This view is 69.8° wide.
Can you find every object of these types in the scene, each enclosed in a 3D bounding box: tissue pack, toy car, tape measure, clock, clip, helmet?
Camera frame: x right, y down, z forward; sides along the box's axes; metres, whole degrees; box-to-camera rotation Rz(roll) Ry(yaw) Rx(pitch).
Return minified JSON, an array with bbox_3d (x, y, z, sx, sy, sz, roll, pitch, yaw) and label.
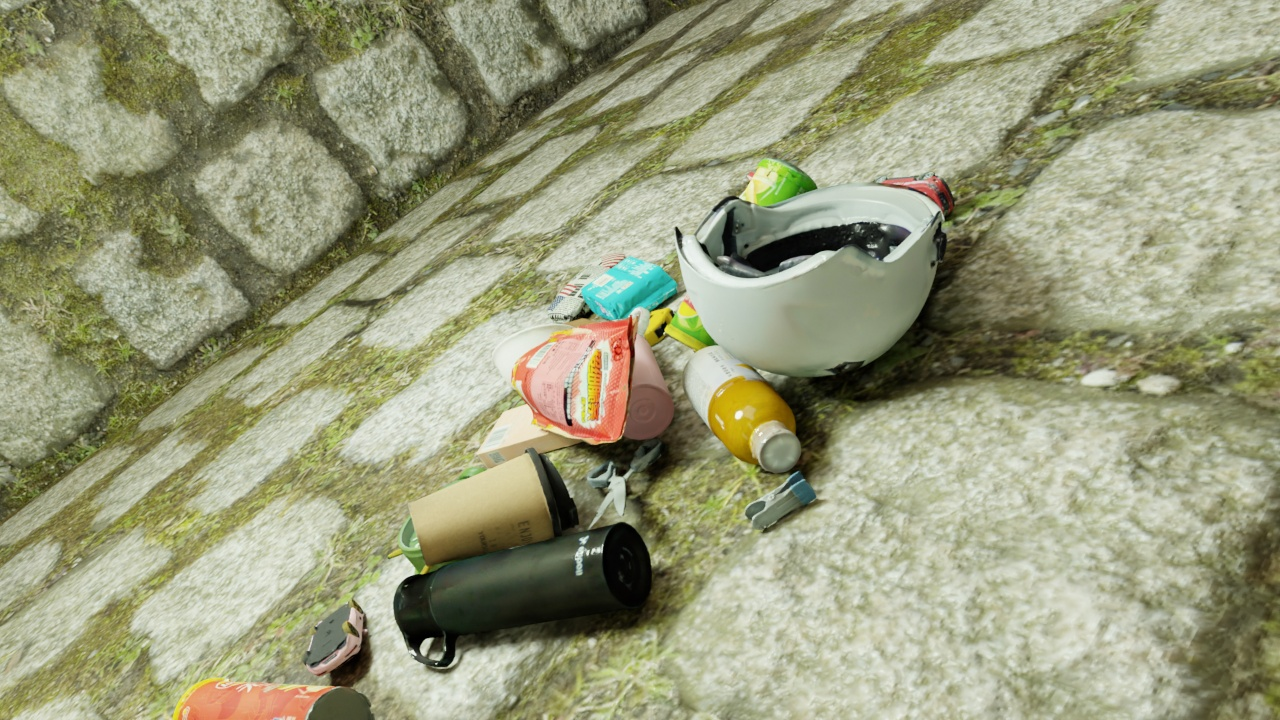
[{"bbox_3d":[-0.015,-0.092,1.234,0.093,0.050,0.133,-36,24,-12],"label":"tissue pack"},{"bbox_3d":[-0.299,0.275,0.908,0.056,0.037,0.122,-34,11,-10],"label":"toy car"},{"bbox_3d":[0.290,-0.175,1.017,0.045,0.053,0.121,-45,24,-21],"label":"toy car"},{"bbox_3d":[0.008,-0.041,1.136,0.060,0.029,0.057,-12,32,39],"label":"tape measure"},{"bbox_3d":[-0.178,0.164,0.941,0.161,0.056,0.116,-43,27,-22],"label":"clock"},{"bbox_3d":[0.110,0.113,0.728,0.058,0.026,0.038,-36,31,3],"label":"clip"},{"bbox_3d":[0.162,-0.068,0.844,0.229,0.146,0.257,10,27,34],"label":"helmet"}]

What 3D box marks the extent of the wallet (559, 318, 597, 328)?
[{"bbox_3d":[-0.101,-0.034,1.212,0.115,0.020,0.101,-12,14,-27],"label":"wallet"}]

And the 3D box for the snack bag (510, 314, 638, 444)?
[{"bbox_3d":[-0.063,0.020,0.942,0.208,0.073,0.128,-1,74,61],"label":"snack bag"}]

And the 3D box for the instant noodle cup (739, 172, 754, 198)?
[{"bbox_3d":[0.142,-0.143,1.077,0.124,0.116,0.116,-42,23,7],"label":"instant noodle cup"}]

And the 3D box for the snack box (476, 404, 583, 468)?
[{"bbox_3d":[-0.111,0.074,1.066,0.158,0.026,0.084,-18,28,30],"label":"snack box"}]

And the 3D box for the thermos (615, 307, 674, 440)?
[{"bbox_3d":[-0.006,0.006,1.008,0.087,0.067,0.198,-56,19,16],"label":"thermos"}]

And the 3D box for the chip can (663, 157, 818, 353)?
[{"bbox_3d":[0.108,-0.107,0.976,0.221,0.072,0.072,-61,25,4],"label":"chip can"}]

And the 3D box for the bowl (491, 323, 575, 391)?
[{"bbox_3d":[-0.118,0.013,1.126,0.118,0.118,0.064,-26,63,15],"label":"bowl"}]

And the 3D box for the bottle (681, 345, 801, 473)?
[{"bbox_3d":[0.091,0.044,0.825,0.068,0.068,0.189,-33,24,-1],"label":"bottle"}]

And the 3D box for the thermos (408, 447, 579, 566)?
[{"bbox_3d":[-0.137,0.140,0.854,0.143,0.093,0.093,-17,21,-14],"label":"thermos"}]

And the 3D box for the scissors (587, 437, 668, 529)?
[{"bbox_3d":[-0.023,0.116,0.849,0.164,0.014,0.163,-36,12,-36],"label":"scissors"}]

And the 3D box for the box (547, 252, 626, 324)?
[{"bbox_3d":[-0.075,-0.105,1.354,0.069,0.051,0.163,-18,25,53],"label":"box"}]

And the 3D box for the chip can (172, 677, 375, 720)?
[{"bbox_3d":[-0.327,0.322,0.810,0.217,0.073,0.073,-12,31,36],"label":"chip can"}]

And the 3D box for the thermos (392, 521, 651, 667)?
[{"bbox_3d":[-0.107,0.205,0.782,0.243,0.068,0.089,-20,58,31],"label":"thermos"}]
